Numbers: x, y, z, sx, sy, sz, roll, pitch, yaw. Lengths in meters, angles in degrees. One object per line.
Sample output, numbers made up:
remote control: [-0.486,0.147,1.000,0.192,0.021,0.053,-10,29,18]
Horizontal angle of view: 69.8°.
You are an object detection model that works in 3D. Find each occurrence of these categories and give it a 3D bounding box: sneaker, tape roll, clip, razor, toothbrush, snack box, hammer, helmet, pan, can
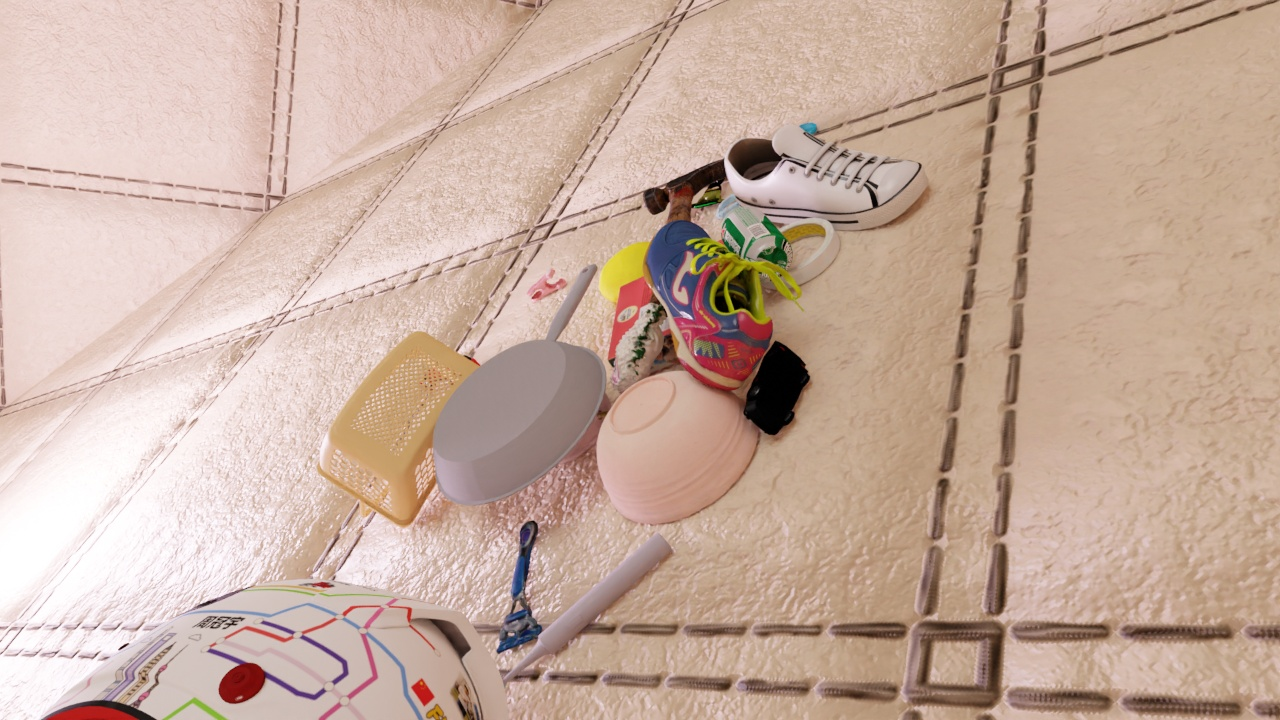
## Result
sneaker: [0.187,-0.209,0.985,0.091,0.097,0.246,-48,38,-18]
tape roll: [0.162,-0.112,0.961,0.094,0.019,0.093,-26,32,17]
clip: [-0.130,-0.103,1.227,0.060,0.045,0.023,-10,34,15]
razor: [-0.106,0.193,0.813,0.044,0.018,0.140,-27,32,16]
toothbrush: [-0.051,0.207,0.738,0.188,0.018,0.019,-40,29,-6]
sneaker: [0.074,-0.077,0.852,0.091,0.116,0.241,-59,27,31]
snack box: [0.039,-0.056,0.985,0.145,0.040,0.142,-23,33,22]
hammer: [0.048,-0.143,1.037,0.120,0.033,0.329,-23,27,19]
helmet: [-0.249,0.272,0.643,0.315,0.231,0.235,-14,5,26]
pan: [-0.107,-0.002,0.945,0.201,0.051,0.355,-15,38,30]
can: [0.118,-0.120,0.942,0.053,0.053,0.101,-33,31,6]
razor: [0.111,-0.246,1.195,0.044,0.021,0.143,-6,40,41]

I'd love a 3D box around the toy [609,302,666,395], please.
toy: [-0.005,0.005,0.894,0.041,0.109,0.095,18,46,10]

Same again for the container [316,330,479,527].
container: [-0.261,0.079,1.027,0.183,0.129,0.167,-57,-4,-30]

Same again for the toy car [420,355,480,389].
toy car: [-0.247,0.018,1.188,0.090,0.025,0.038,-8,41,40]

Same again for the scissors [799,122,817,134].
scissors: [0.163,-0.264,1.164,0.129,0.014,0.119,-44,29,-23]

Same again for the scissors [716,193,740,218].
scissors: [0.146,-0.205,1.112,0.130,0.014,0.125,-25,34,14]

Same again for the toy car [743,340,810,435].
toy car: [0.115,0.026,0.800,0.036,0.042,0.091,-34,21,52]

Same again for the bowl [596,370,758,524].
bowl: [0.020,0.062,0.810,0.153,0.076,0.152,-26,32,17]

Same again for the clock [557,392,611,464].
clock: [-0.094,0.047,0.962,0.116,0.059,0.158,-39,31,-7]

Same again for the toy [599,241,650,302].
toy: [-0.007,-0.106,1.102,0.095,0.041,0.094,-29,37,11]
